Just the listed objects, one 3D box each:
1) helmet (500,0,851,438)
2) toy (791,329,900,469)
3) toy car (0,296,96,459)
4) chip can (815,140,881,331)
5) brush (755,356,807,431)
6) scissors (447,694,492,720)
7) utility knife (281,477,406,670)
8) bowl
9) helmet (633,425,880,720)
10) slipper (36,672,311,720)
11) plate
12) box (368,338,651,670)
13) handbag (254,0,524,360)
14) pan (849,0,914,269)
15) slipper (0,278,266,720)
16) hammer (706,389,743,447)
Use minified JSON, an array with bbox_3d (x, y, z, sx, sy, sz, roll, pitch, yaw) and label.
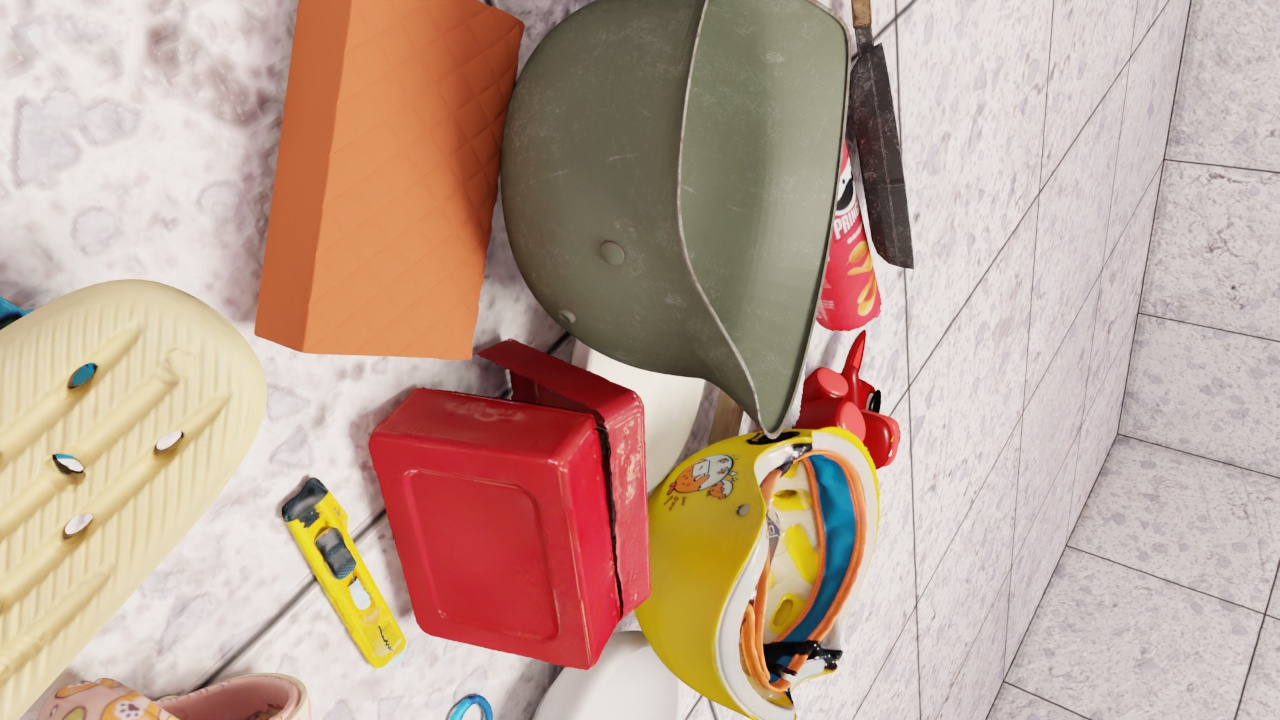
[{"bbox_3d":[0.012,-0.091,0.480,0.268,0.154,0.226,70,34,-60],"label":"helmet"},{"bbox_3d":[0.195,0.074,0.918,0.196,0.121,0.158,-36,130,-52],"label":"toy"},{"bbox_3d":[-0.239,0.003,0.345,0.048,0.032,0.105,-59,142,-17],"label":"toy car"},{"bbox_3d":[0.164,-0.118,0.818,0.073,0.073,0.233,-57,143,-21],"label":"chip can"},{"bbox_3d":[0.116,0.056,0.784,0.040,0.030,0.173,-33,136,-44],"label":"brush"},{"bbox_3d":[-0.109,0.289,0.674,0.140,0.015,0.083,45,65,-50],"label":"scissors"},{"bbox_3d":[-0.164,0.128,0.524,0.030,0.017,0.156,-36,136,-28],"label":"utility knife"},{"bbox_3d":[-0.038,0.294,0.719,0.176,0.066,0.177,-22,116,-55],"label":"bowl"},{"bbox_3d":[0.080,0.149,0.716,0.239,0.140,0.209,-36,122,-48],"label":"helmet"},{"bbox_3d":[-0.193,0.192,0.449,0.081,0.093,0.197,-63,145,-32],"label":"slipper"},{"bbox_3d":[-0.004,0.004,0.647,0.181,0.034,0.182,-28,122,-57],"label":"plate"},{"bbox_3d":[-0.070,0.090,0.534,0.122,0.137,0.157,-32,128,-44],"label":"box"},{"bbox_3d":[-0.117,-0.090,0.445,0.108,0.060,0.172,3,100,-49],"label":"handbag"},{"bbox_3d":[0.199,-0.250,0.803,0.207,0.040,0.357,-64,142,-64],"label":"pan"},{"bbox_3d":[-0.248,0.071,0.319,0.261,0.079,0.111,-45,120,-10],"label":"slipper"},{"bbox_3d":[0.070,0.077,0.801,0.117,0.051,0.323,-8,113,-53],"label":"hammer"}]
